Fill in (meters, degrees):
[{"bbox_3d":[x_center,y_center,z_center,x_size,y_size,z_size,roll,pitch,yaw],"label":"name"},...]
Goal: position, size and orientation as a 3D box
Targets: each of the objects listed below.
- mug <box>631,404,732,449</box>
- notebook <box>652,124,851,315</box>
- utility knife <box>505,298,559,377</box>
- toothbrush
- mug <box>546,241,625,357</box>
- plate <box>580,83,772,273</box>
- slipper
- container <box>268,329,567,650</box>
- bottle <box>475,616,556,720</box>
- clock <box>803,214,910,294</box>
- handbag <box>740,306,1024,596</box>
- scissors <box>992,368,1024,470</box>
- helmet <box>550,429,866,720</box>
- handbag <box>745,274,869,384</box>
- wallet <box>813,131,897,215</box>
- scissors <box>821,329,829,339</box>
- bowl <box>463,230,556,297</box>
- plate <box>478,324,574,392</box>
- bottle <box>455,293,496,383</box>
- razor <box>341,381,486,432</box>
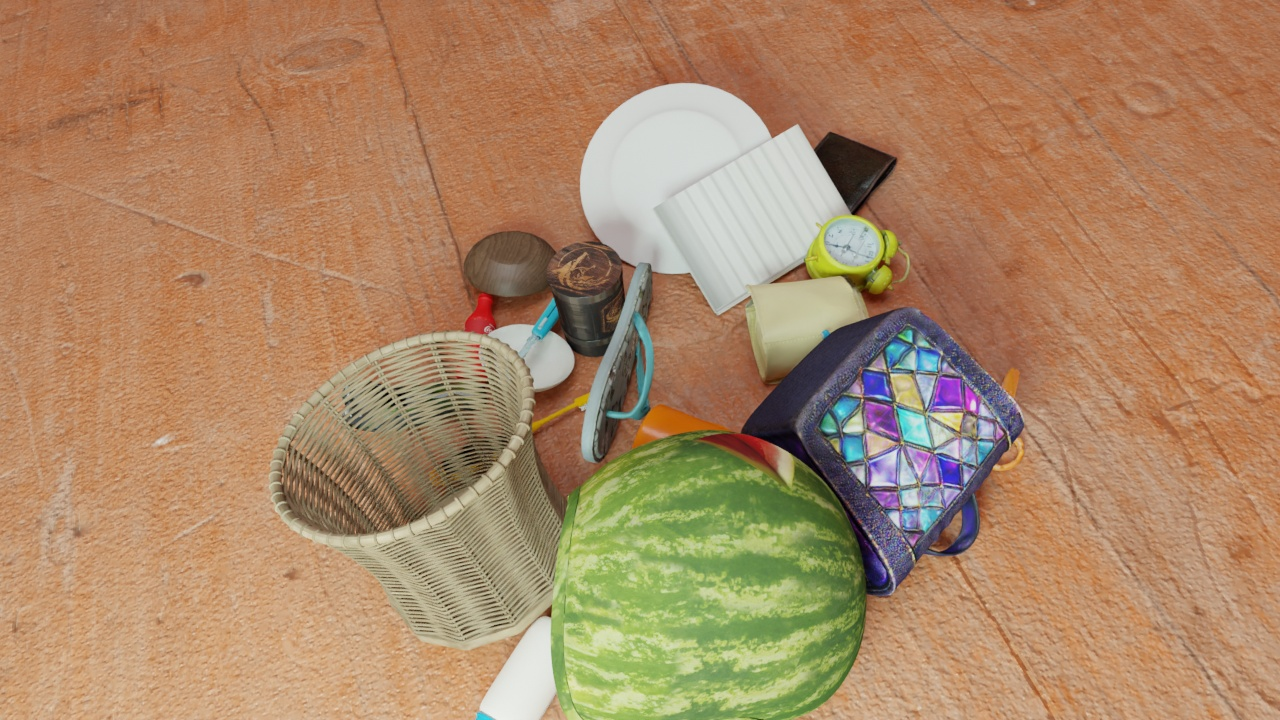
[{"bbox_3d":[0.057,0.089,0.913,0.096,0.078,0.112,21,31,20],"label":"mug"},{"bbox_3d":[0.137,-0.166,1.070,0.209,0.009,0.142,-32,93,-14],"label":"notebook"},{"bbox_3d":[-0.109,-0.034,1.025,0.022,0.015,0.180,16,43,11],"label":"utility knife"},{"bbox_3d":[-0.131,0.079,0.962,0.196,0.031,0.031,-28,39,-16],"label":"toothbrush"},{"bbox_3d":[-0.048,-0.079,1.019,0.080,0.107,0.115,15,57,16],"label":"mug"},{"bbox_3d":[0.044,-0.224,1.105,0.243,0.016,0.242,-2,80,11],"label":"plate"},{"bbox_3d":[-0.006,0.006,0.968,0.055,0.098,0.268,9,47,8],"label":"slipper"},{"bbox_3d":[-0.171,0.120,0.808,0.227,0.196,0.226,-11,43,10],"label":"container"},{"bbox_3d":[-0.107,0.293,0.789,0.051,0.051,0.145,23,59,21],"label":"bottle"},{"bbox_3d":[0.247,-0.117,1.043,0.119,0.057,0.083,16,65,4],"label":"clock"},{"bbox_3d":[0.227,0.088,0.838,0.204,0.126,0.222,-43,97,-20],"label":"handbag"},{"bbox_3d":[0.365,0.055,0.936,0.064,0.013,0.127,17,58,17],"label":"scissors"},{"bbox_3d":[0.058,0.175,0.740,0.247,0.243,0.213,4,17,0],"label":"helmet"},{"bbox_3d":[0.179,-0.040,0.987,0.119,0.081,0.111,-10,46,1],"label":"handbag"},{"bbox_3d":[0.250,-0.233,1.149,0.099,0.031,0.119,30,65,27],"label":"wallet"},{"bbox_3d":[0.225,0.030,0.933,0.137,0.011,0.134,26,97,0],"label":"scissors"},{"bbox_3d":[-0.153,-0.123,1.094,0.118,0.030,0.117,2,42,-2],"label":"bowl"},{"bbox_3d":[-0.126,0.003,1.008,0.104,0.026,0.104,8,41,-7],"label":"plate"},{"bbox_3d":[-0.183,-0.027,1.040,0.036,0.036,0.118,-1,54,5],"label":"bottle"},{"bbox_3d":[-0.241,0.042,0.981,0.151,0.067,0.053,-6,57,-9],"label":"razor"}]
